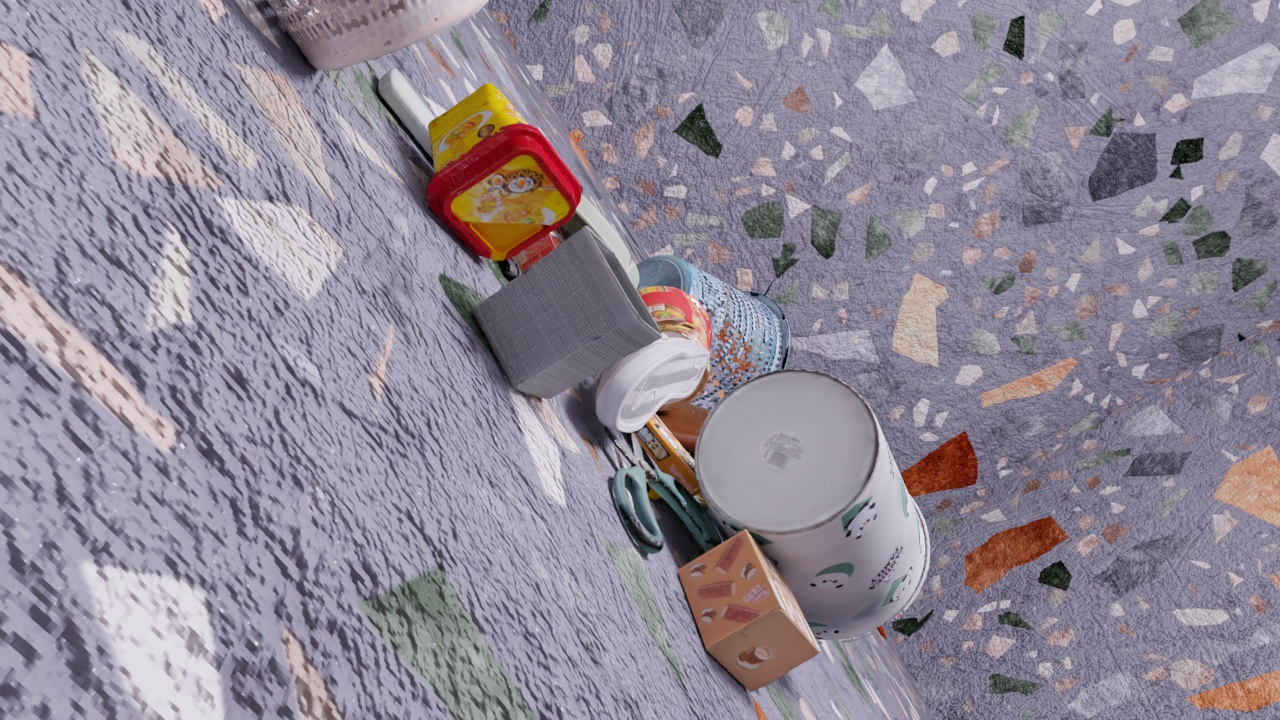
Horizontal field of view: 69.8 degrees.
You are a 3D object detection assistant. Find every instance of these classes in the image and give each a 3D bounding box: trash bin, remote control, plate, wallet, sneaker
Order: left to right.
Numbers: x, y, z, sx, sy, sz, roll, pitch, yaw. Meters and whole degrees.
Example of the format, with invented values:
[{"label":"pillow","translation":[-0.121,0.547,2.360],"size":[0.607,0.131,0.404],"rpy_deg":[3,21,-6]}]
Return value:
[{"label":"trash bin","translation":[-0.213,-0.330,0.669],"size":[0.227,0.227,0.192],"rpy_deg":[-108,176,-61]},{"label":"remote control","translation":[-0.202,-0.215,0.900],"size":[0.150,0.021,0.058],"rpy_deg":[53,11,-32]},{"label":"plate","translation":[-0.086,-0.155,1.055],"size":[0.230,0.027,0.230],"rpy_deg":[41,-12,10]},{"label":"sneaker","translation":[-0.006,0.005,0.927],"size":[0.091,0.090,0.241],"rpy_deg":[27,15,14]},{"label":"trash bin","translation":[0.063,-0.039,1.283],"size":[0.195,0.227,0.226],"rpy_deg":[33,22,-41]},{"label":"wallet","translation":[0.058,0.082,1.112],"size":[0.124,0.101,0.032],"rpy_deg":[-98,-161,-73]},{"label":"trash bin","translation":[0.179,0.150,0.980],"size":[0.229,0.229,0.252],"rpy_deg":[65,3,40]}]

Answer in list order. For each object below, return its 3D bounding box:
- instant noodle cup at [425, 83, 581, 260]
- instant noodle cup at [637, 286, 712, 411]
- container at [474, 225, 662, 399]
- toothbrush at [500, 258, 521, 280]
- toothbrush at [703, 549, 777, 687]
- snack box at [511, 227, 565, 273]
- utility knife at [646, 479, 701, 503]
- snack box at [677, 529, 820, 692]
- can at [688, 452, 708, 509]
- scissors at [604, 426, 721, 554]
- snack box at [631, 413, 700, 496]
[{"label":"instant noodle cup","translation":[-0.131,-0.175,0.829],"size":[0.116,0.116,0.123],"rpy_deg":[48,14,-51]},{"label":"instant noodle cup","translation":[0.027,-0.008,1.120],"size":[0.138,0.138,0.108],"rpy_deg":[55,12,-22]},{"label":"container","translation":[-0.059,-0.031,0.732],"size":[0.090,0.114,0.090],"rpy_deg":[60,8,16]},{"label":"toothbrush","translation":[-0.107,-0.042,0.855],"size":[0.017,0.014,0.189],"rpy_deg":[37,20,-42]},{"label":"toothbrush","translation":[0.086,0.232,0.947],"size":[0.026,0.027,0.220],"rpy_deg":[11,35,-31]},{"label":"snack box","translation":[-0.092,-0.078,0.932],"size":[0.057,0.058,0.207],"rpy_deg":[44,16,-50]},{"label":"utility knife","translation":[0.031,0.141,0.988],"size":[0.033,0.015,0.230],"rpy_deg":[61,10,21]},{"label":"snack box","translation":[0.098,0.229,0.838],"size":[0.093,0.077,0.094],"rpy_deg":[52,9,-38]},{"label":"can","translation":[0.100,0.154,1.157],"size":[0.075,0.075,0.111],"rpy_deg":[61,8,23]},{"label":"scissors","translation":[0.022,0.138,0.852],"size":[0.175,0.019,0.169],"rpy_deg":[48,17,-18]},{"label":"snack box","translation":[0.017,0.085,1.011],"size":[0.153,0.026,0.075],"rpy_deg":[51,7,9]}]
